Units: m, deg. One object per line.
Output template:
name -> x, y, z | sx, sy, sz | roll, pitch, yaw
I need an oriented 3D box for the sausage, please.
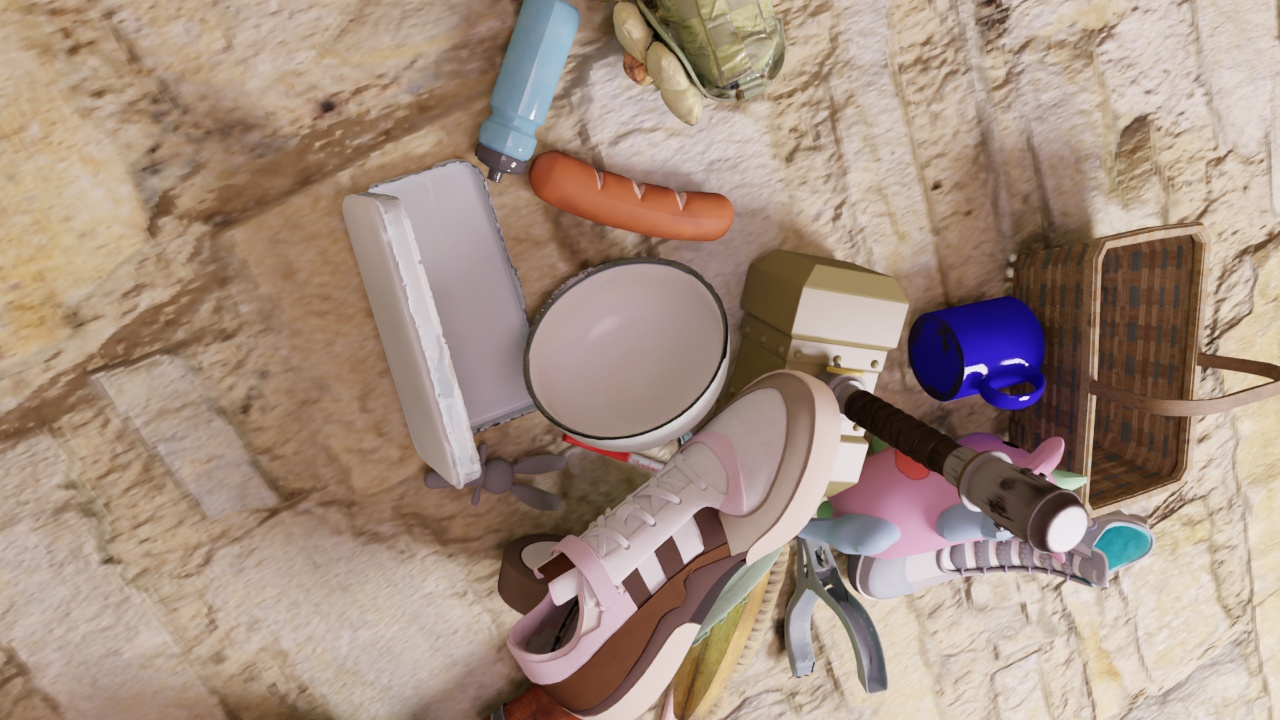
sausage -> -0.005, -0.119, 0.689 | 0.164, 0.039, 0.044 | 10, 97, -23

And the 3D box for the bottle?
bottle -> -0.081, -0.186, 0.638 | 0.040, 0.040, 0.130 | 17, 101, -25

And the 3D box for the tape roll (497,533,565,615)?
tape roll -> -0.066, 0.173, 0.733 | 0.093, 0.094, 0.030 | 7, 105, -23

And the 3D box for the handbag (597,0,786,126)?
handbag -> 0.025, -0.257, 0.625 | 0.117, 0.113, 0.186 | -18, 110, 0

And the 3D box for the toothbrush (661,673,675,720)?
toothbrush -> 0.022, 0.355, 0.870 | 0.015, 0.018, 0.181 | 10, 103, -25

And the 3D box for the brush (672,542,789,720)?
brush -> 0.080, 0.239, 0.828 | 0.043, 0.059, 0.195 | 21, 93, -36

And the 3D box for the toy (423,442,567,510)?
toy -> -0.113, 0.091, 0.724 | 0.111, 0.030, 0.049 | 9, 89, -18

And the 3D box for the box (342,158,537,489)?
box -> -0.131, -0.026, 0.637 | 0.129, 0.105, 0.211 | -24, 114, -16

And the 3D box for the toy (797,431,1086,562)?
toy -> 0.253, 0.122, 0.791 | 0.221, 0.171, 0.120 | -21, 114, -24

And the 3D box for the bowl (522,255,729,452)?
bowl -> -0.004, 0.004, 0.683 | 0.153, 0.153, 0.073 | -37, 146, -6

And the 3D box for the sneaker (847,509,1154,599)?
sneaker -> 0.333, 0.179, 0.850 | 0.256, 0.160, 0.093 | -20, 113, -15

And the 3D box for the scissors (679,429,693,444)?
scissors -> 0.048, 0.095, 0.798 | 0.055, 0.015, 0.136 | -17, 107, -5

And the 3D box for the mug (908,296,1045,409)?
mug -> 0.303, 0.000, 0.806 | 0.083, 0.111, 0.079 | -12, 136, -17

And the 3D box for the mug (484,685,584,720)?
mug -> -0.067, 0.328, 0.782 | 0.111, 0.081, 0.117 | -30, 80, -5

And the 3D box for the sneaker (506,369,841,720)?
sneaker -> 0.013, 0.112, 0.636 | 0.294, 0.112, 0.116 | -51, 129, 3

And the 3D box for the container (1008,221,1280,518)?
container -> 0.438, 0.010, 0.802 | 0.157, 0.186, 0.250 | -11, 106, -24

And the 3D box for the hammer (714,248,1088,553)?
hammer -> 0.178, 0.047, 0.653 | 0.100, 0.325, 0.190 | 6, 105, -24

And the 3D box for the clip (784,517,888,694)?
clip -> 0.163, 0.248, 0.854 | 0.031, 0.168, 0.165 | -3, 141, -20

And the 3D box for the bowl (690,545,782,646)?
bowl -> 0.036, 0.169, 0.750 | 0.151, 0.151, 0.077 | -40, 87, -4

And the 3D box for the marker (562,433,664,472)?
marker -> 0.000, 0.084, 0.769 | 0.142, 0.013, 0.013 | 22, 98, -21
